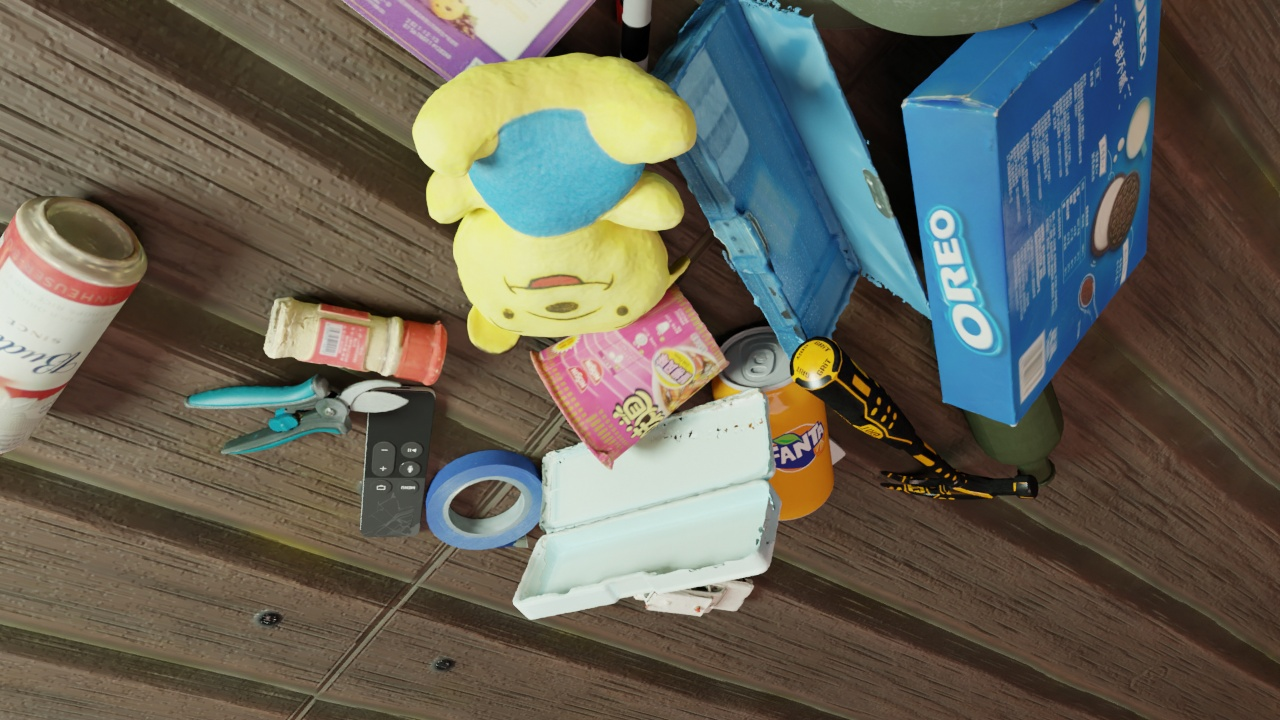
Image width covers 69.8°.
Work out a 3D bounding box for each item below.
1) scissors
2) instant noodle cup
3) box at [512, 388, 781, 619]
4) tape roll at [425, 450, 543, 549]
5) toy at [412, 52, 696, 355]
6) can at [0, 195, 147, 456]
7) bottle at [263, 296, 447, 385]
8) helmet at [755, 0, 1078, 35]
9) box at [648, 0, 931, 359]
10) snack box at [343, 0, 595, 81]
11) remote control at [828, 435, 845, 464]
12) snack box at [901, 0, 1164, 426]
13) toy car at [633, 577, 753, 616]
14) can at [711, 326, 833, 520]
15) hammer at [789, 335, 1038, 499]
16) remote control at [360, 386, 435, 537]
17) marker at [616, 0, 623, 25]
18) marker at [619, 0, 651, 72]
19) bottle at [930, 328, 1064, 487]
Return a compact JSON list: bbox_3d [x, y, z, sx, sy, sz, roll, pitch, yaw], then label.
[{"bbox_3d":[-0.232,0.035,0.611,0.128,0.019,0.154,27,126,-20],"label":"scissors"},{"bbox_3d":[-0.004,0.004,0.627,0.108,0.097,0.098,-35,129,1],"label":"instant noodle cup"},{"bbox_3d":[0.003,0.103,0.632,0.198,0.136,0.049,-20,137,30],"label":"box"},{"bbox_3d":[-0.121,0.110,0.718,0.091,0.016,0.093,7,125,-20],"label":"tape roll"},{"bbox_3d":[-0.044,-0.084,0.525,0.149,0.083,0.214,2,151,3],"label":"toy"},{"bbox_3d":[-0.352,-0.015,0.523,0.067,0.067,0.170,32,113,-33],"label":"can"},{"bbox_3d":[-0.182,-0.013,0.589,0.109,0.044,0.044,11,123,-23],"label":"bottle"},{"bbox_3d":[0.172,-0.253,0.431,0.268,0.153,0.227,-24,129,3],"label":"helmet"},{"bbox_3d":[0.104,-0.101,0.549,0.094,0.102,0.231,-57,132,-25],"label":"box"},{"bbox_3d":[-0.083,-0.221,0.447,0.148,0.040,0.143,-40,127,23],"label":"snack box"},{"bbox_3d":[0.115,0.109,0.786,0.131,0.012,0.033,-40,129,16],"label":"remote control"},{"bbox_3d":[0.252,-0.107,0.573,0.195,0.056,0.239,-44,133,-23],"label":"snack box"},{"bbox_3d":[0.051,0.212,0.831,0.113,0.039,0.039,16,121,-26],"label":"toy car"},{"bbox_3d":[0.101,0.050,0.694,0.079,0.079,0.143,-18,129,-2],"label":"can"},{"bbox_3d":[0.194,0.057,0.690,0.123,0.036,0.320,-5,155,37],"label":"hammer"},{"bbox_3d":[-0.181,0.078,0.681,0.045,0.008,0.147,3,126,-18],"label":"remote control"},{"bbox_3d":[-0.013,-0.246,0.476,0.013,0.012,0.142,-12,129,-7],"label":"marker"},{"bbox_3d":[-0.004,-0.157,0.512,0.016,0.016,0.141,-10,152,-9],"label":"marker"},{"bbox_3d":[0.299,0.036,0.745,0.071,0.071,0.207,-31,129,9],"label":"bottle"}]
